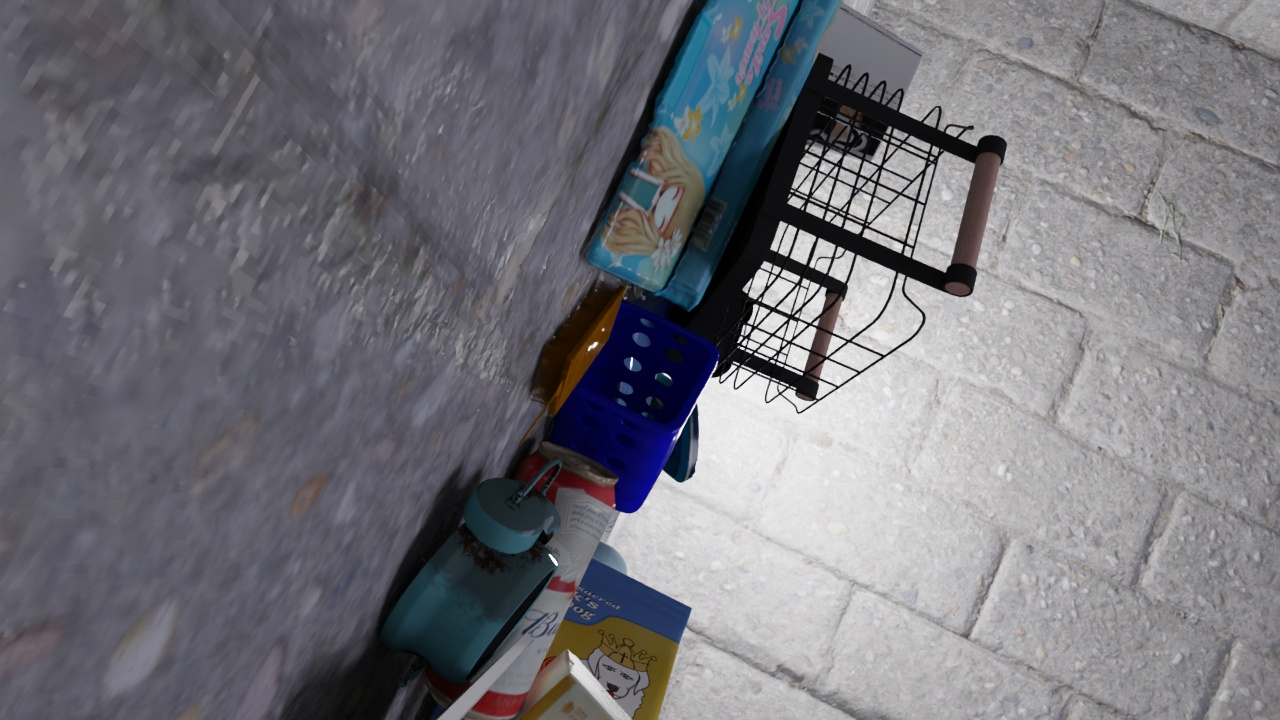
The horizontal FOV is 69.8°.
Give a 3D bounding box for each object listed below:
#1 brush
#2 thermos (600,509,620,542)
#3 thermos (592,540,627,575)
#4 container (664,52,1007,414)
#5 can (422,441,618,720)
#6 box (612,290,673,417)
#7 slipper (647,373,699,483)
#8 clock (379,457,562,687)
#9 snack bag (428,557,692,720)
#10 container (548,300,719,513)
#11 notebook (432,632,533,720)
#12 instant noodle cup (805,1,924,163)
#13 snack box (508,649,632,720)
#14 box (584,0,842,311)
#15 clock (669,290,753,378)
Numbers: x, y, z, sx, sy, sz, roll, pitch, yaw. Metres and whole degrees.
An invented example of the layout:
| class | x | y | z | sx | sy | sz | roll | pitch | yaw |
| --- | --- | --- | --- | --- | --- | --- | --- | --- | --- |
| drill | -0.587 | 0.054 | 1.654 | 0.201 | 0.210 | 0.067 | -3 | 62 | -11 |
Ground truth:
| class | x | y | z | sx | sy | sz | roll | pitch | yaw |
| --- | --- | --- | --- | --- | --- | --- | --- | --- | --- |
| brush | -0.043 | 0.002 | 0.514 | 0.126 | 0.017 | 0.048 | -58 | 171 | -50 |
| thermos | -0.077 | 0.221 | 0.983 | 0.224 | 0.052 | 0.052 | -66 | 174 | 16 |
| thermos | -0.080 | 0.245 | 0.859 | 0.065 | 0.078 | 0.206 | -27 | -171 | 35 |
| container | 0.122 | -0.074 | 0.644 | 0.242 | 0.130 | 0.162 | 126 | -14 | -68 |
| can | -0.074 | 0.138 | 0.575 | 0.067 | 0.067 | 0.170 | 13 | 102 | -84 |
| box | 0.001 | 0.006 | 0.749 | 0.210 | 0.034 | 0.127 | 102 | 12 | -49 |
| slipper | 0.002 | 0.067 | 0.921 | 0.295 | 0.060 | 0.118 | 168 | -72 | -80 |
| clock | -0.074 | 0.101 | 0.453 | 0.124 | 0.053 | 0.090 | -53 | 173 | -2 |
| snack bag | -0.058 | 0.246 | 0.730 | 0.204 | 0.159 | 0.102 | -61 | 176 | -44 |
| container | -0.011 | 0.035 | 0.623 | 0.084 | 0.084 | 0.114 | -59 | 173 | -38 |
| notebook | -0.122 | 0.198 | 0.436 | 0.142 | 0.009 | 0.210 | -43 | 173 | -3 |
| instant noodle cup | 0.133 | -0.210 | 0.679 | 0.123 | 0.122 | 0.124 | -63 | 174 | -12 |
| snack box | -0.089 | 0.301 | 0.592 | 0.207 | 0.104 | 0.057 | -42 | -179 | -7 |
| box | 0.052 | -0.143 | 0.543 | 0.227 | 0.071 | 0.182 | -65 | 176 | 5 |
| clock | 0.063 | -0.035 | 0.847 | 0.120 | 0.043 | 0.091 | 33 | 77 | -48 |
